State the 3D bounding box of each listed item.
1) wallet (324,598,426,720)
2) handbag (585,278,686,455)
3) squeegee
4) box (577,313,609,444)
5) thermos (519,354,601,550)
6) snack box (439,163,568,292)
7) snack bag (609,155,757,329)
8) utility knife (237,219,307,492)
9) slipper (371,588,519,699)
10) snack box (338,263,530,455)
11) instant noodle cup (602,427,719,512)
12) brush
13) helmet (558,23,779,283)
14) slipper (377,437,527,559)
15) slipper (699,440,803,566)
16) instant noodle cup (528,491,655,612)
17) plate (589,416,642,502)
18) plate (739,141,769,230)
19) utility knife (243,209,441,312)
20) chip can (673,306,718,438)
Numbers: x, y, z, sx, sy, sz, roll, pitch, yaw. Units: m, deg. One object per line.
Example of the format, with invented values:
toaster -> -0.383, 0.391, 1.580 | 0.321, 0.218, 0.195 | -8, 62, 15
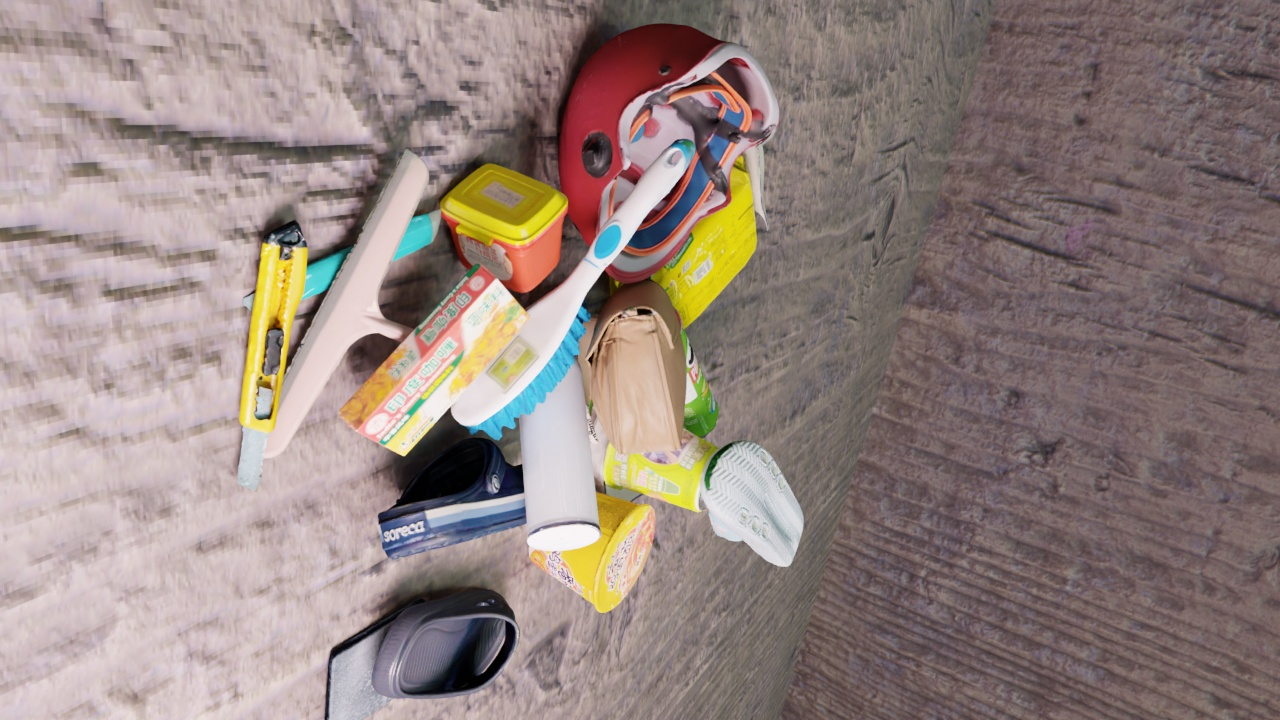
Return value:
wallet -> -0.255, 0.295, 0.884 | 0.120, 0.019, 0.097 | -23, 128, -57
handbag -> -0.005, 0.005, 0.889 | 0.204, 0.100, 0.148 | -84, 167, -76
squeegee -> -0.173, -0.015, 0.764 | 0.247, 0.040, 0.249 | -63, 160, 0
box -> -0.054, 0.026, 1.015 | 0.162, 0.075, 0.086 | 79, 9, -53
thermos -> -0.084, 0.064, 0.872 | 0.073, 0.073, 0.223 | 63, 16, -59
snack box -> -0.113, -0.108, 0.771 | 0.081, 0.091, 0.080 | -50, 157, -35
snack bag -> 0.058, -0.125, 1.110 | 0.246, 0.068, 0.158 | -49, 150, -20
utility knife -> -0.255, 0.002, 0.633 | 0.033, 0.015, 0.202 | -4, 114, -49
slipper -> -0.177, 0.301, 0.939 | 0.268, 0.083, 0.110 | 42, 66, -73
snack box -> -0.159, 0.001, 0.722 | 0.155, 0.027, 0.077 | -48, 156, -6
instant noodle cup -> 0.035, 0.125, 1.114 | 0.111, 0.123, 0.112 | -45, 147, -41
brush -> -0.056, -0.058, 0.805 | 0.314, 0.060, 0.109 | -48, 168, -3
helmet -> 0.002, -0.209, 0.872 | 0.206, 0.144, 0.240 | -1, 129, -56
slipper -> -0.165, 0.122, 0.849 | 0.252, 0.105, 0.095 | -1, 78, -74
slipper -> 0.130, 0.174, 1.106 | 0.245, 0.074, 0.103 | 49, 55, -46
instant noodle cup -> -0.062, 0.220, 1.115 | 0.137, 0.110, 0.138 | -45, 146, -43
plate -> -0.007, 0.094, 1.211 | 0.204, 0.045, 0.205 | -47, 149, -41
plate -> 0.140, -0.265, 1.183 | 0.164, 0.034, 0.164 | 69, 17, -55
utility knife -> -0.213, -0.074, 0.677 | 0.182, 0.013, 0.029 | -36, 138, -45
chip can -> 0.040, 0.019, 1.108 | 0.072, 0.072, 0.236 | -61, 153, -18
